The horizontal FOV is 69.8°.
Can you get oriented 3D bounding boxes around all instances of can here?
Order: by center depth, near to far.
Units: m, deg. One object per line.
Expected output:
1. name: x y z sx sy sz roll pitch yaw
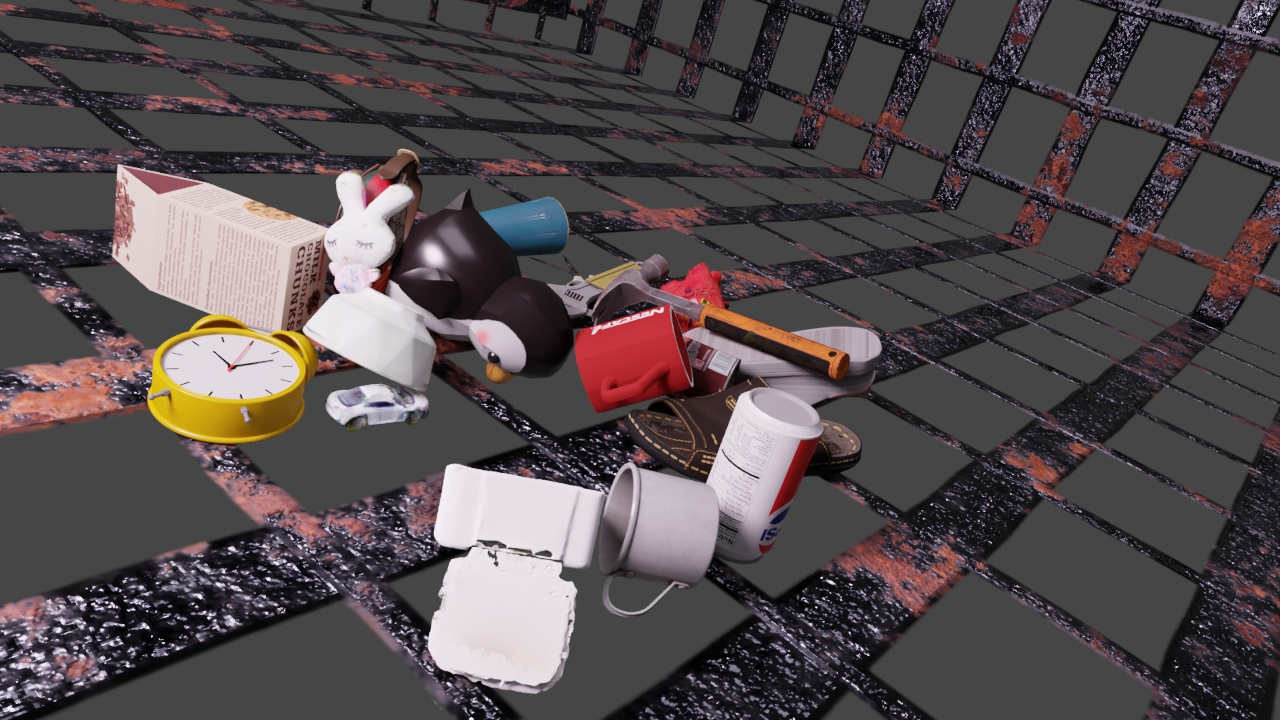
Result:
1. can: 0.093 0.093 0.742 0.070 0.132 0.070 15 24 -7

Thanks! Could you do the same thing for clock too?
1. clock: -0.323 0.010 0.735 0.113 0.052 0.151 15 27 -8

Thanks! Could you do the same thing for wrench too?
1. wrench: -0.053 -0.094 1.158 0.083 0.018 0.272 30 27 15

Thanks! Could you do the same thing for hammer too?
1. hammer: 0.083 -0.037 1.017 0.315 0.035 0.137 24 48 37

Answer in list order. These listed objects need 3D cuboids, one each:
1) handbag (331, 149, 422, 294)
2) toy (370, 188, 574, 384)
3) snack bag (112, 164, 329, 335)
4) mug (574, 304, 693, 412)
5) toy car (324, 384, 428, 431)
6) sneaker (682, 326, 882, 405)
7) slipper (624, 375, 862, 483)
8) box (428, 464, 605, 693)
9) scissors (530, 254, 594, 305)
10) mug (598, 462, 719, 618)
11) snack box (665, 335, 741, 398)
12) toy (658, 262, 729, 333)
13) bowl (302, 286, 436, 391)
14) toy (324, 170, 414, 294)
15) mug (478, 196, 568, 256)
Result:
1. handbag: -0.265 -0.138 0.949 0.063 0.167 0.138 18 45 -2
2. toy: -0.140 -0.062 0.889 0.184 0.140 0.159 36 9 6
3. snack bag: -0.410 -0.107 0.872 0.206 0.094 0.069 21 24 6
4. mug: -0.005 0.005 0.883 0.097 0.080 0.116 -16 25 8
5. toy car: -0.220 0.037 0.777 0.089 0.027 0.039 -5 30 -42
6. sneaker: 0.151 0.016 1.040 0.236 0.090 0.099 2 34 17
7. slipper: 0.111 0.064 0.890 0.267 0.076 0.113 4 27 -29
8. box: -0.084 0.141 0.606 0.107 0.132 0.152 10 -7 -14
9. scissors: -0.069 -0.106 1.216 0.157 0.013 0.170 13 24 -14
10. mug: 0.011 0.136 0.673 0.070 0.085 0.113 15 58 -13
11. snack box: 0.038 0.007 0.972 0.121 0.072 0.072 24 24 11
12. toy: 0.082 -0.060 1.185 0.094 0.088 0.132 62 18 14
13. bowl: -0.229 -0.025 0.807 0.117 0.061 0.117 27 -3 1
14. toy: -0.257 -0.115 0.847 0.079 0.122 0.038 6 -10 14
15. mug: -0.166 -0.171 1.212 0.121 0.078 0.078 -16 40 -39
